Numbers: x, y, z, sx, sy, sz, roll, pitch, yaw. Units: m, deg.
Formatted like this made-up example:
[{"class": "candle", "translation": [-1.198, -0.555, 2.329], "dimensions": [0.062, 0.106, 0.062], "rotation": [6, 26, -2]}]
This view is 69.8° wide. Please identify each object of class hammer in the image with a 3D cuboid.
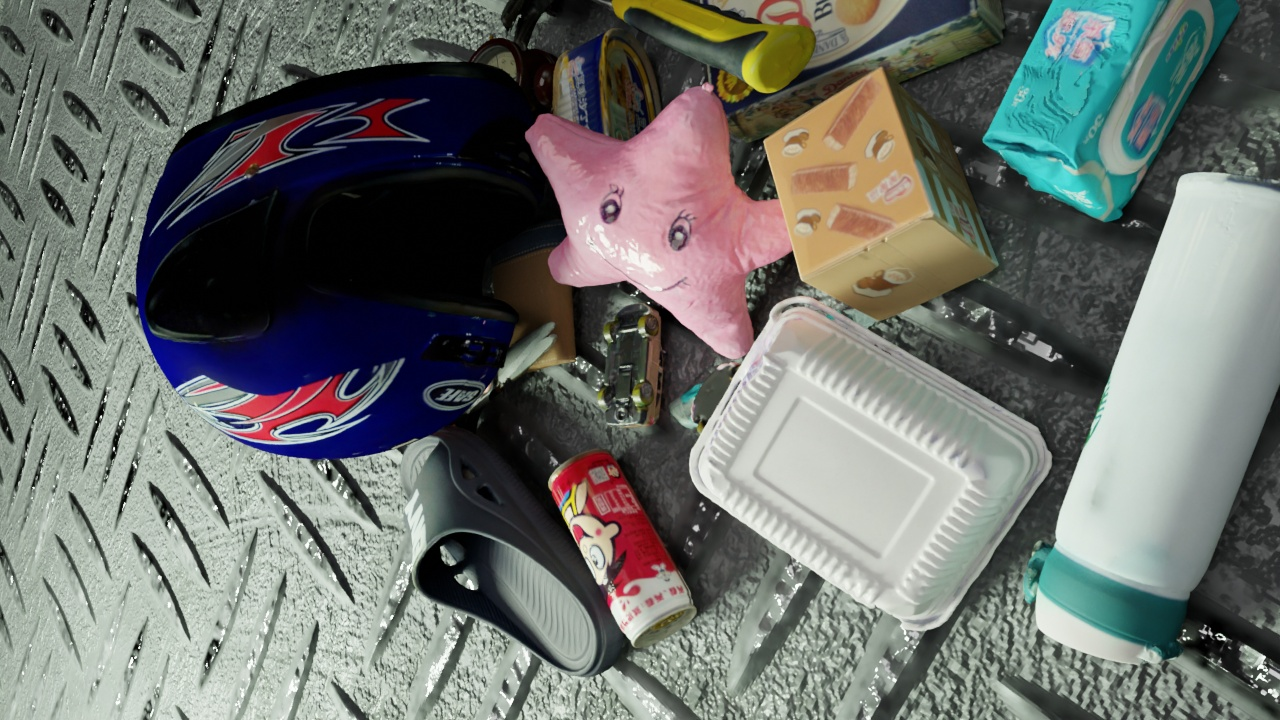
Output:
[{"class": "hammer", "translation": [0.000, -0.231, 0.608], "dimensions": [0.126, 0.032, 0.323], "rotation": [-41, 41, -2]}]

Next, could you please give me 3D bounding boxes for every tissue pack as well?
[{"class": "tissue pack", "translation": [0.230, -0.141, 0.440], "dimensions": [0.050, 0.093, 0.133], "rotation": [36, 108, 42]}]

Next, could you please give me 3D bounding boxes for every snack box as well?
[{"class": "snack box", "translation": [0.132, -0.087, 0.510], "dimensions": [0.077, 0.092, 0.094], "rotation": [-27, 62, 32]}, {"class": "snack box", "translation": [0.120, -0.254, 0.579], "dimensions": [0.183, 0.045, 0.177], "rotation": [-14, 75, 38]}]

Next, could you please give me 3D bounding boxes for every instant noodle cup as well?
[{"class": "instant noodle cup", "translation": [0.114, 0.059, 0.503], "dimensions": [0.173, 0.060, 0.138], "rotation": [33, 106, 19]}]

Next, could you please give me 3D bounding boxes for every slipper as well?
[{"class": "slipper", "translation": [-0.124, 0.144, 0.705], "dimensions": [0.268, 0.083, 0.111], "rotation": [36, 122, 34]}]

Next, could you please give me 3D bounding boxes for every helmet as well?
[{"class": "helmet", "translation": [-0.205, -0.053, 0.674], "dimensions": [0.316, 0.247, 0.240], "rotation": [-15, 84, 21]}]

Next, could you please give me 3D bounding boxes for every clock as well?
[{"class": "clock", "translation": [-0.098, -0.215, 0.755], "dimensions": [0.122, 0.055, 0.082], "rotation": [44, 112, 33]}]

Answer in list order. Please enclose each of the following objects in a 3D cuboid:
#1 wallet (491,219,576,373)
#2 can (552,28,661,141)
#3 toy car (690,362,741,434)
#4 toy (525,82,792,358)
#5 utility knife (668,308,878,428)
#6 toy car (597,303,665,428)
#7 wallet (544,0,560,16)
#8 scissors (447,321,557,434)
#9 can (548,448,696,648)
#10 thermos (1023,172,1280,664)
[{"class": "wallet", "translation": [-0.086, -0.049, 0.742], "dimensions": [0.090, 0.033, 0.115], "rotation": [-13, 78, 42]}, {"class": "can", "translation": [-0.022, -0.167, 0.672], "dimensions": [0.049, 0.074, 0.148], "rotation": [-15, 74, 36]}, {"class": "toy car", "translation": [0.084, 0.051, 0.578], "dimensions": [0.122, 0.037, 0.056], "rotation": [45, 109, 32]}, {"class": "toy", "translation": [0.010, -0.099, 0.580], "dimensions": [0.194, 0.074, 0.179], "rotation": [27, 131, 10]}, {"class": "utility knife", "translation": [0.101, -0.008, 0.587], "dimensions": [0.224, 0.013, 0.029], "rotation": [-32, 63, 33]}, {"class": "toy car", "translation": [-0.004, 0.004, 0.662], "dimensions": [0.042, 0.035, 0.090], "rotation": [-7, 75, 38]}, {"class": "wallet", "translation": [-0.077, -0.350, 0.728], "dimensions": [0.020, 0.096, 0.122], "rotation": [20, 98, 27]}, {"class": "scissors", "translation": [-0.135, 0.008, 0.757], "dimensions": [0.236, 0.021, 0.143], "rotation": [-56, 48, 33]}, {"class": "can", "translation": [-0.014, 0.130, 0.642], "dimensions": [0.053, 0.053, 0.132], "rotation": [-47, 57, 26]}, {"class": "thermos", "translation": [0.244, 0.031, 0.425], "dimensions": [0.073, 0.073, 0.224], "rotation": [23, 100, 40]}]
